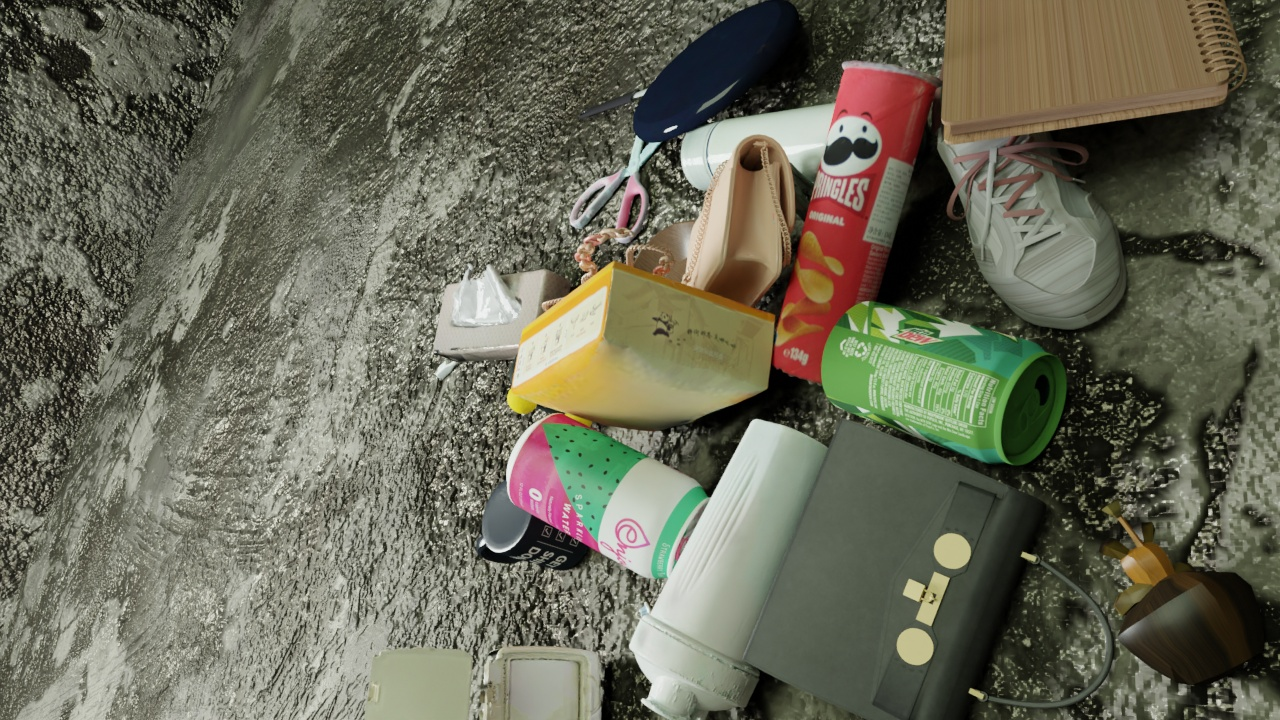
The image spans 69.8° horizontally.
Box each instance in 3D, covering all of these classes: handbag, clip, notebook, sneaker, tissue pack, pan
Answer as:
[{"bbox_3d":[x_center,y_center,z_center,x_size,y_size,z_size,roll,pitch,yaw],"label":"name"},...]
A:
[{"bbox_3d":[0.023,-0.110,0.736,0.199,0.187,0.116,122,152,-73],"label":"handbag"},{"bbox_3d":[0.134,-0.146,0.787,0.023,0.076,0.047,2,71,46],"label":"clip"},{"bbox_3d":[0.296,-0.228,0.623,0.169,0.022,0.209,-3,47,24],"label":"notebook"},{"bbox_3d":[0.256,-0.130,0.641,0.099,0.089,0.235,-33,48,30],"label":"sneaker"},{"bbox_3d":[-0.167,-0.055,1.044,0.182,0.071,0.103,-3,75,44],"label":"tissue pack"},{"bbox_3d":[0.194,0.155,0.586,0.196,0.072,0.175,19,83,38],"label":"handbag"},{"bbox_3d":[0.025,-0.299,0.992,0.357,0.021,0.198,4,54,55],"label":"pan"}]

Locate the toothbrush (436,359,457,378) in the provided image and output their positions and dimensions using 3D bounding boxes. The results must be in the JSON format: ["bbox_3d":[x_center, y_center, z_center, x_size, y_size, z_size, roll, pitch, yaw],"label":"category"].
[{"bbox_3d":[-0.185,-0.035,1.104,0.187,0.012,0.017,-38,43,25],"label":"toothbrush"}]

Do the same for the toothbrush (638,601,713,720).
[{"bbox_3d":[0.037,0.261,0.705,0.024,0.022,0.185,-34,47,6],"label":"toothbrush"}]

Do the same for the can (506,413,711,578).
[{"bbox_3d":[-0.026,0.112,0.763,0.166,0.088,0.088,24,87,24],"label":"can"}]

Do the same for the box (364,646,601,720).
[{"bbox_3d":[-0.106,0.284,0.689,0.101,0.194,0.143,-41,46,54],"label":"box"}]

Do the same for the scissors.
[{"bbox_3d":[-0.024,-0.203,1.029,0.159,0.014,0.172,-8,64,43],"label":"scissors"}]

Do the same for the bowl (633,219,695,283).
[{"bbox_3d":[0.037,-0.076,0.883,0.118,0.030,0.117,-23,54,36],"label":"bowl"}]

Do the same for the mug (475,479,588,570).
[{"bbox_3d":[-0.108,0.162,0.865,0.105,0.077,0.071,-37,46,26],"label":"mug"}]

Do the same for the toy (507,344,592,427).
[{"bbox_3d":[-0.073,-0.004,0.906,0.119,0.097,0.099,-61,22,14],"label":"toy"}]

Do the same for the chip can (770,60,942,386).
[{"bbox_3d":[0.157,-0.099,0.692,0.073,0.073,0.233,27,108,49],"label":"chip can"}]

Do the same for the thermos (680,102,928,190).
[{"bbox_3d":[0.137,-0.190,0.815,0.230,0.068,0.068,6,73,48],"label":"thermos"}]

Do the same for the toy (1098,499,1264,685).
[{"bbox_3d":[0.285,0.123,0.497,0.076,0.063,0.100,-23,61,-9],"label":"toy"}]

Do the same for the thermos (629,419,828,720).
[{"bbox_3d":[0.071,0.157,0.677,0.099,0.099,0.220,14,72,48],"label":"thermos"}]

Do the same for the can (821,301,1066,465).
[{"bbox_3d":[0.202,0.013,0.624,0.144,0.083,0.083,22,86,49],"label":"can"}]

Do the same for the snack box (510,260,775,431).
[{"bbox_3d":[-0.004,0.004,0.755,0.196,0.145,0.080,-27,51,59],"label":"snack box"}]
